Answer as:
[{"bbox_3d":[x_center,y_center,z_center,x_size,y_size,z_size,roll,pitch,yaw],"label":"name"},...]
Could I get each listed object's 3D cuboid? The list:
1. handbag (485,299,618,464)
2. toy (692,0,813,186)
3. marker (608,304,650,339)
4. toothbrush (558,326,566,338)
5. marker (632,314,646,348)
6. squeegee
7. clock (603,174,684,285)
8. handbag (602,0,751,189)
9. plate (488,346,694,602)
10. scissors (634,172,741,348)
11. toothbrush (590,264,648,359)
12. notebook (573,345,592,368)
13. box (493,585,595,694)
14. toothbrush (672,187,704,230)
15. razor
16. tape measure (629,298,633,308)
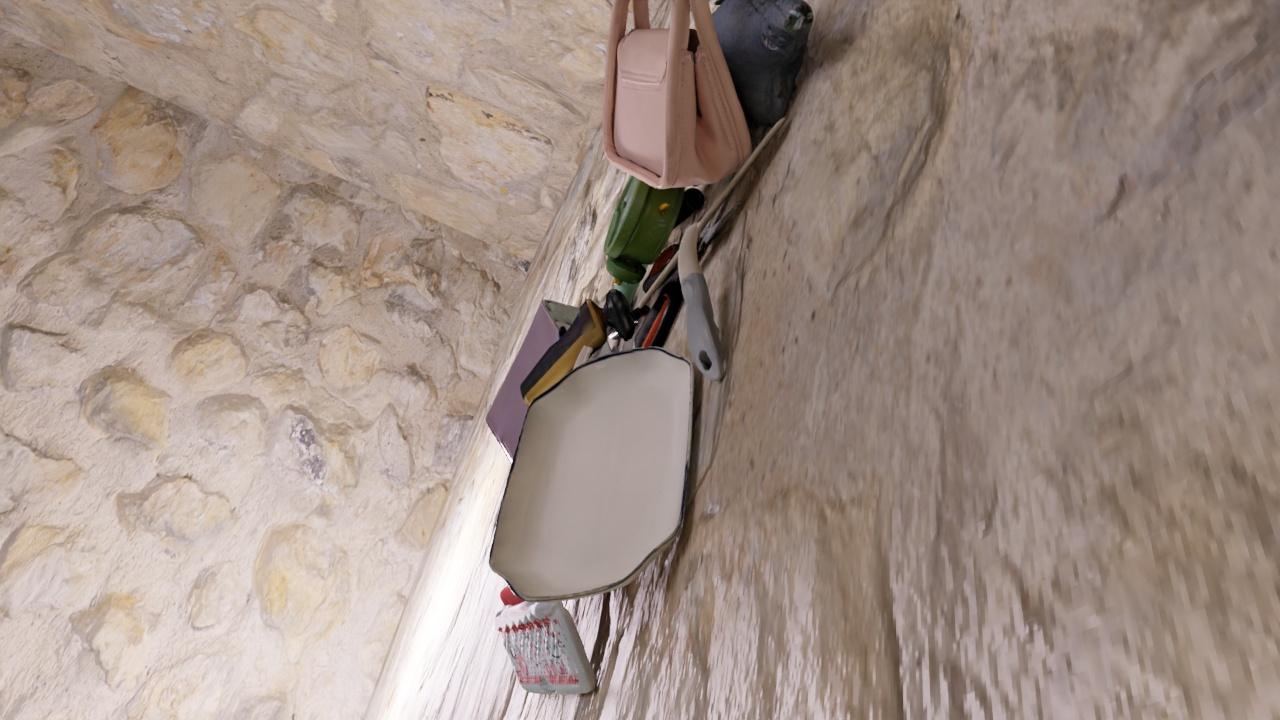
[{"bbox_3d":[-0.109,0.042,1.169,0.197,0.098,0.145,-62,31,24],"label":"handbag"},{"bbox_3d":[0.099,-0.285,0.900,0.357,0.091,0.137,147,129,-76],"label":"toy"},{"bbox_3d":[-0.016,-0.045,1.119,0.022,0.020,0.132,-49,7,-18],"label":"marker"},{"bbox_3d":[-0.086,0.053,1.074,0.016,0.014,0.190,-119,27,-73],"label":"toothbrush"},{"bbox_3d":[-0.006,0.006,0.989,0.017,0.017,0.144,-54,17,47],"label":"marker"},{"bbox_3d":[0.050,-0.069,0.797,0.247,0.039,0.246,-51,22,34],"label":"squeegee"},{"bbox_3d":[-0.002,-0.154,1.049,0.162,0.056,0.115,123,164,-47],"label":"clock"},{"bbox_3d":[0.023,-0.292,0.883,0.193,0.093,0.234,-139,39,-61],"label":"handbag"},{"bbox_3d":[-0.029,0.088,0.736,0.162,0.034,0.265,-16,36,17],"label":"plate"},{"bbox_3d":[0.043,-0.104,0.961,0.221,0.021,0.231,-68,15,-2],"label":"scissors"},{"bbox_3d":[-0.026,-0.066,1.093,0.224,0.027,0.027,-66,5,-26],"label":"toothbrush"},{"bbox_3d":[-0.100,0.098,0.952,0.208,0.012,0.151,-73,7,-52],"label":"notebook"},{"bbox_3d":[-0.065,0.221,0.791,0.112,0.099,0.202,-33,-5,-28],"label":"box"},{"bbox_3d":[0.032,-0.169,1.127,0.027,0.026,0.213,-58,9,-14],"label":"toothbrush"},{"bbox_3d":[-0.072,-0.010,1.034,0.167,0.067,0.062,-46,-5,1],"label":"razor"},{"bbox_3d":[-0.027,-0.068,1.202,0.055,0.025,0.058,-53,19,45],"label":"tape measure"}]
